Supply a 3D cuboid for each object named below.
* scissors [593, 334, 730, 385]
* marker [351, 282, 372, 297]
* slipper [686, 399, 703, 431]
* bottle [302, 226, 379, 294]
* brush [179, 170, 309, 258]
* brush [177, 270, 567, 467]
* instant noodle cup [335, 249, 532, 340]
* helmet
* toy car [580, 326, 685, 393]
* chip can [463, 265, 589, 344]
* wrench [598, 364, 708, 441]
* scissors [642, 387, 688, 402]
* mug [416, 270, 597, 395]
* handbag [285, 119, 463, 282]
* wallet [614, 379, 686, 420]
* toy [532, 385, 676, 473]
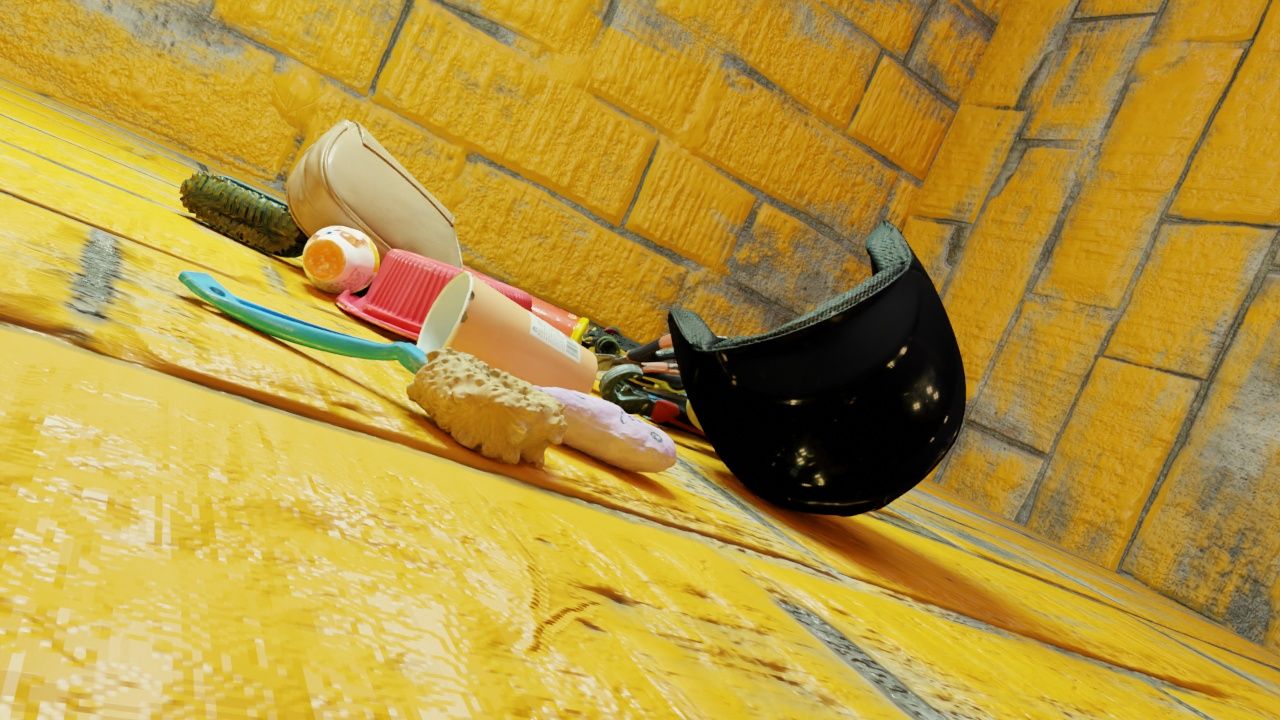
[{"bbox_3d":[-0.002,-0.001,0.948,0.195,0.015,0.216,23,-32,-34],"label":"scissors"},{"bbox_3d":[-0.253,-0.059,0.928,0.132,0.020,0.022,25,32,-9],"label":"marker"},{"bbox_3d":[0.129,0.086,0.978,0.190,0.092,0.081,30,34,-31],"label":"slipper"},{"bbox_3d":[-0.278,-0.092,0.841,0.063,0.063,0.108,24,2,-8],"label":"bottle"},{"bbox_3d":[-0.403,-0.150,0.959,0.144,0.055,0.073,24,3,6],"label":"brush"},{"bbox_3d":[-0.155,-0.002,0.524,0.255,0.046,0.083,21,6,12],"label":"brush"},{"bbox_3d":[-0.169,-0.050,0.829,0.194,0.066,0.194,20,3,-1],"label":"instant noodle cup"},{"bbox_3d":[0.162,0.023,0.808,0.274,0.233,0.230,48,22,-76],"label":"helmet"},{"bbox_3d":[0.004,0.004,1.041,0.156,0.041,0.071,22,14,-3],"label":"toy car"},{"bbox_3d":[-0.171,-0.059,1.089,0.216,0.073,0.073,24,3,3],"label":"chip can"},{"bbox_3d":[0.043,0.059,0.997,0.273,0.056,0.016,28,32,-50],"label":"wrench"},{"bbox_3d":[0.089,0.049,1.020,0.137,0.014,0.174,-1,-19,33],"label":"scissors"},{"bbox_3d":[-0.097,-0.006,0.696,0.122,0.078,0.078,28,1,-28],"label":"mug"},{"bbox_3d":[-0.279,-0.148,0.971,0.204,0.100,0.147,47,31,-42],"label":"handbag"},{"bbox_3d":[0.028,0.049,1.075,0.133,0.040,0.106,13,13,-45],"label":"wallet"},{"bbox_3d":[-0.025,0.048,0.625,0.108,0.039,0.084,23,-6,0],"label":"toy"}]
